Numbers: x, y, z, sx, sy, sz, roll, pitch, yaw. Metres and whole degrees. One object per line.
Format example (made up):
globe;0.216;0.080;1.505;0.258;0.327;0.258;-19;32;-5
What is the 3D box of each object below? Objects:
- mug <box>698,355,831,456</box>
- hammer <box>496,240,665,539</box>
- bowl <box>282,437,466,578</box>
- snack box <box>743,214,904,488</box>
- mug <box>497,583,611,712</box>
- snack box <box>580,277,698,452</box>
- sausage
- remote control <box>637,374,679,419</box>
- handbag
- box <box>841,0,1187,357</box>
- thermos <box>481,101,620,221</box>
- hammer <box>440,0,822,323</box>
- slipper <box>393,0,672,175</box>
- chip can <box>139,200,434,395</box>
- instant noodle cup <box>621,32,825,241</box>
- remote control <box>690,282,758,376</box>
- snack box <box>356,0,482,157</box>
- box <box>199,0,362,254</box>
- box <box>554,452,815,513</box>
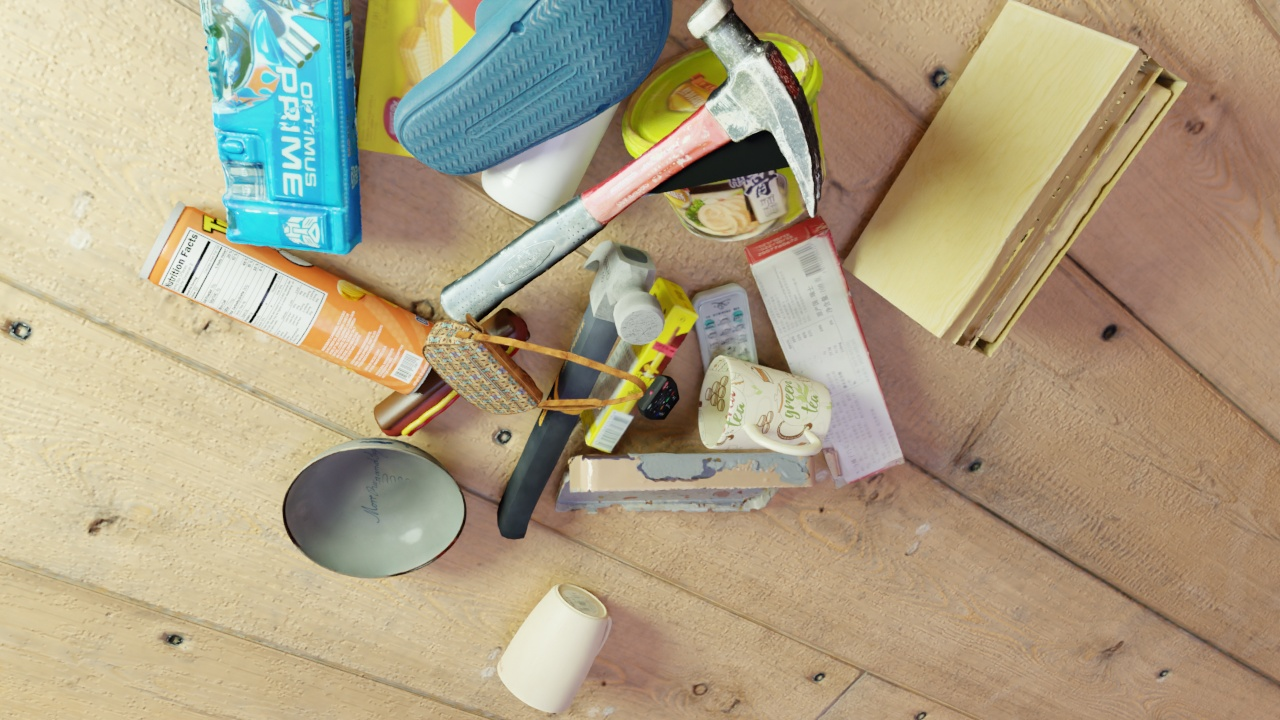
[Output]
mug;0.114;0.049;0.781;0.097;0.122;0.081;8;109;-14
hammer;-0.063;0.040;0.771;0.035;0.139;0.313;13;125;-21
bowl;-0.229;0.118;0.801;0.150;0.056;0.151;-6;123;-9
snack box;0.174;0.000;0.846;0.077;0.044;0.273;-23;121;6
mug;-0.074;0.286;0.931;0.111;0.085;0.104;17;104;-52
snack box;-0.005;0.005;0.792;0.025;0.061;0.149;23;111;-23
sausage;-0.158;0.013;0.771;0.156;0.040;0.040;-37;121;8
remote control;0.017;0.034;0.793;0.010;0.124;0.039;36;88;11
handbag;-0.073;0.004;0.674;0.093;0.196;0.043;52;54;-38
box;0.305;-0.139;0.749;0.148;0.140;0.249;16;114;-30
thermos;-0.052;-0.220;0.654;0.101;0.068;0.230;26;109;-12
hammer;-0.024;-0.097;0.631;0.327;0.036;0.140;-28;114;36
slipper;-0.071;-0.191;0.594;0.214;0.059;0.103;-28;142;29
chip can;-0.260;-0.043;0.700;0.210;0.062;0.062;28;109;-26
instant noodle cup;0.068;-0.160;0.674;0.146;0.146;0.098;-27;132;2
remote control;0.079;-0.007;0.829;0.050;0.022;0.133;-17;122;-5
snack box;-0.139;-0.239;0.631;0.092;0.042;0.201;7;117;-17
box;-0.233;-0.197;0.612;0.091;0.066;0.244;6;118;-1
box;0.037;0.113;0.842;0.216;0.063;0.157;1;152;-15
